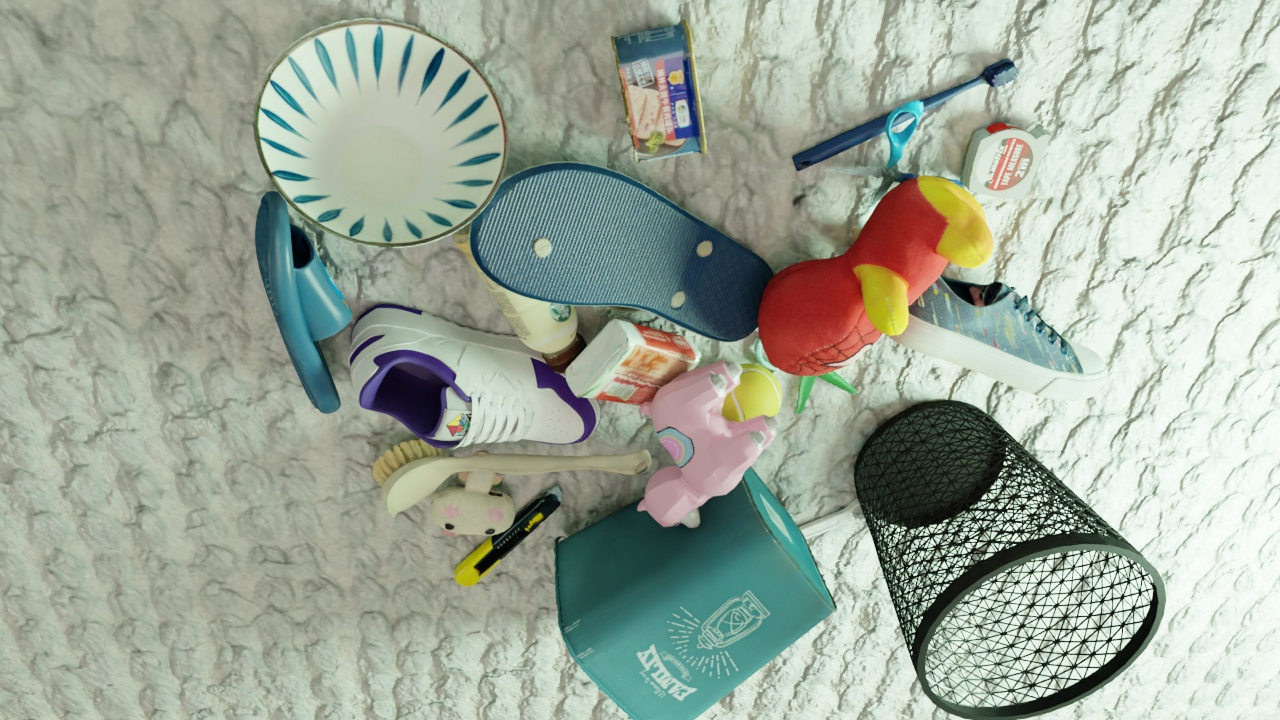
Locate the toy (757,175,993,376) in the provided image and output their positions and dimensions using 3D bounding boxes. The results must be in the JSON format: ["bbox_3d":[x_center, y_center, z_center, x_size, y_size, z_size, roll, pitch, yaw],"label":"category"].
[{"bbox_3d":[0.188,-0.067,0.776,0.217,0.147,0.099,-38,91,25],"label":"toy"}]

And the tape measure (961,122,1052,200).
[{"bbox_3d":[0.308,-0.170,0.779,0.062,0.020,0.060,5,124,-9],"label":"tape measure"}]

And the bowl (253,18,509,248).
[{"bbox_3d":[-0.192,-0.157,0.687,0.177,0.177,0.071,13,163,-15],"label":"bowl"}]

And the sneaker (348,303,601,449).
[{"bbox_3d":[-0.144,0.035,0.821,0.244,0.111,0.092,20,120,-19],"label":"sneaker"}]

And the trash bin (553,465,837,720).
[{"bbox_3d":[0.056,0.227,0.935,0.219,0.199,0.196,-35,115,10],"label":"trash bin"}]

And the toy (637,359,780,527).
[{"bbox_3d":[0.047,0.080,0.838,0.158,0.067,0.123,-39,87,31],"label":"toy"}]

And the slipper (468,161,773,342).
[{"bbox_3d":[-0.008,-0.091,0.775,0.294,0.060,0.118,17,107,-33],"label":"slipper"}]

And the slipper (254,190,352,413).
[{"bbox_3d":[-0.277,-0.047,0.767,0.059,0.103,0.214,-18,136,-20],"label":"slipper"}]

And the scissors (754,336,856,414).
[{"bbox_3d":[0.161,0.002,0.891,0.127,0.011,0.126,5,123,-8],"label":"scissors"}]

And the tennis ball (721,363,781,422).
[{"bbox_3d":[0.102,0.035,0.875,0.065,0.065,0.065,-3,125,-4],"label":"tennis ball"}]

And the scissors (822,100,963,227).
[{"bbox_3d":[0.218,-0.159,0.772,0.133,0.014,0.128,6,134,-18],"label":"scissors"}]

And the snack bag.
[{"bbox_3d":[-0.005,0.005,0.831,0.077,0.036,0.115,-47,148,23],"label":"snack bag"}]

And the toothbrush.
[{"bbox_3d":[0.216,-0.199,0.752,0.190,0.017,0.016,-23,124,10],"label":"toothbrush"}]

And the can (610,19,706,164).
[{"bbox_3d":[0.015,-0.204,0.705,0.059,0.053,0.100,-11,125,3],"label":"can"}]

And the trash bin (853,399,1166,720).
[{"bbox_3d":[0.323,0.172,0.880,0.217,0.243,0.217,-4,123,-7],"label":"trash bin"}]

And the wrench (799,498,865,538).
[{"bbox_3d":[0.136,0.215,1.040,0.274,0.009,0.047,-25,124,11],"label":"wrench"}]

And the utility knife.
[{"bbox_3d":[-0.140,0.189,0.988,0.028,0.020,0.174,32,115,-33],"label":"utility knife"}]

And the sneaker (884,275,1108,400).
[{"bbox_3d":[0.339,-0.029,0.848,0.235,0.087,0.079,16,116,-13],"label":"sneaker"}]

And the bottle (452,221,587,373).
[{"bbox_3d":[-0.097,-0.059,0.794,0.056,0.056,0.162,-23,125,10],"label":"bottle"}]

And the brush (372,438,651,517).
[{"bbox_3d":[-0.125,0.104,0.891,0.272,0.077,0.062,-5,160,1],"label":"brush"}]

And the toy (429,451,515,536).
[{"bbox_3d":[-0.171,0.150,0.942,0.087,0.050,0.113,11,129,-14],"label":"toy"}]
